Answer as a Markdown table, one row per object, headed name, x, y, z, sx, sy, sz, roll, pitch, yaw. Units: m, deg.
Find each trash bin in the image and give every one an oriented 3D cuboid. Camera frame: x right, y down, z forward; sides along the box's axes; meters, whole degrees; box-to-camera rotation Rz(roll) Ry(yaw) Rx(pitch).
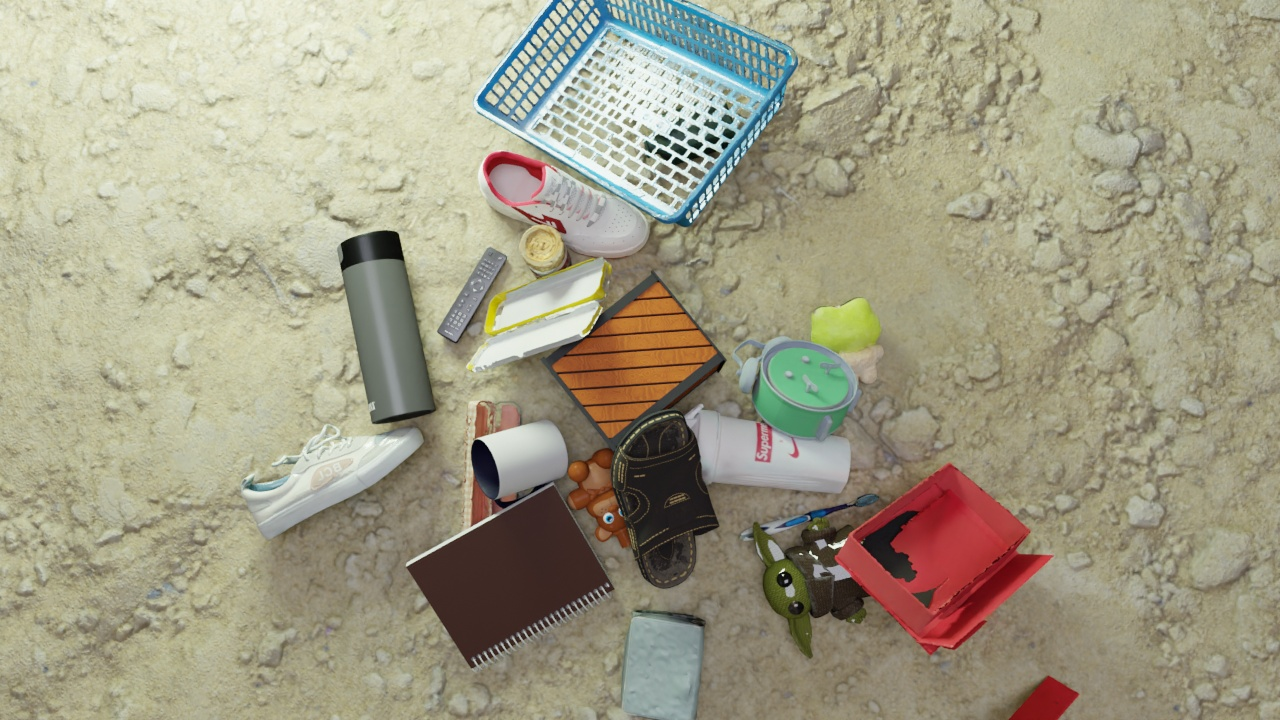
| name | x | y | z | sx | sy | sz | roll | pitch | yaw |
| --- | --- | --- | --- | --- | --- | --- | --- | --- | --- |
| trash bin | -0.007 | 0.007 | 1.152 | 0.172 | 0.140 | 0.139 | -39 | 84 | -3 |

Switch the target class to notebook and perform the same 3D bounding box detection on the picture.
| name | x | y | z | sx | sy | sz | roll | pitch | yaw |
| --- | --- | --- | --- | --- | --- | --- | --- | --- | --- |
| notebook | -0.160 | 0.277 | 1.164 | 0.209 | 0.022 | 0.171 | -29 | 102 | -1 |

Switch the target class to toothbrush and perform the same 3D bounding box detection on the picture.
| name | x | y | z | sx | sy | sz | roll | pitch | yaw |
| --- | --- | --- | --- | --- | --- | --- | --- | --- | --- |
| toothbrush | 0.218 | 0.203 | 1.186 | 0.189 | 0.017 | 0.016 | -16 | 84 | -1 |

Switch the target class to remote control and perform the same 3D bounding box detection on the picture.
| name | x | y | z | sx | sy | sz | roll | pitch | yaw |
| --- | --- | --- | --- | --- | --- | --- | --- | --- | --- |
| remote control | -0.225 | -0.088 | 1.231 | 0.032 | 0.015 | 0.136 | 29 | 83 | 4 |

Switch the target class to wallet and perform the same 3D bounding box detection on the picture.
| name | x | y | z | sx | sy | sz | roll | pitch | yaw |
| --- | --- | --- | --- | --- | --- | --- | --- | --- | --- |
| wallet | 0.029 | 0.385 | 1.157 | 0.100 | 0.054 | 0.131 | 7 | 86 | 11 |

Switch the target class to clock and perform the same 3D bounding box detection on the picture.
| name | x | y | z | sx | sy | sz | roll | pitch | yaw |
| --- | --- | --- | --- | --- | --- | --- | --- | --- | --- |
| clock | 0.190 | 0.023 | 1.157 | 0.161 | 0.076 | 0.121 | 35 | 48 | 22 |

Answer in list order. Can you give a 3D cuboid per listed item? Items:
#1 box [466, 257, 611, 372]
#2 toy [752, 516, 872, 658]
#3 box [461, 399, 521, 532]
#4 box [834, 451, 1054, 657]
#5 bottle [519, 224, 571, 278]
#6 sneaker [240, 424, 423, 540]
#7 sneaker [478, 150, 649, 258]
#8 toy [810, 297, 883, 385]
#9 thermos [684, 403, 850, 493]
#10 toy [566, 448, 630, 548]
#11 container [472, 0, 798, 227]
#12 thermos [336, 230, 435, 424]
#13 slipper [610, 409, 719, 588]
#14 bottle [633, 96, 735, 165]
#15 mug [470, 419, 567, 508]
| name | x | y | z | sx | sy | sz | roll | pitch | yaw |
| --- | --- | --- | --- | --- | --- | --- | --- | --- | --- |
| box | -0.128 | -0.053 | 1.143 | 0.210 | 0.036 | 0.129 | -15 | 45 | 36 |
| toy | 0.228 | 0.269 | 1.149 | 0.153 | 0.078 | 0.179 | -22 | 86 | 0 |
| box | -0.193 | 0.145 | 1.195 | 0.042 | 0.082 | 0.187 | -4 | 84 | 46 |
| box | 0.355 | 0.222 | 1.090 | 0.214 | 0.153 | 0.164 | -27 | 102 | -32 |
| bottle | -0.122 | -0.136 | 1.188 | 0.056 | 0.105 | 0.056 | 0 | 84 | 1 |
| sneaker | -0.399 | 0.134 | 1.173 | 0.242 | 0.089 | 0.091 | -29 | 99 | 2 |
| sneaker | -0.102 | -0.208 | 1.195 | 0.236 | 0.104 | 0.090 | 25 | 85 | 4 |
| toy | 0.272 | -0.021 | 1.195 | 0.092 | 0.046 | 0.115 | -16 | 91 | 1 |
| thermos | 0.149 | 0.117 | 1.165 | 0.220 | 0.099 | 0.099 | 7 | 84 | -2 |
| toy | -0.042 | 0.180 | 1.175 | 0.095 | 0.065 | 0.127 | -25 | 89 | -9 |
| container | -0.006 | -0.330 | 1.162 | 0.362 | 0.089 | 0.257 | 35 | 86 | 27 |
| thermos | -0.332 | -0.043 | 1.196 | 0.082 | 0.082 | 0.240 | -13 | 84 | 0 |
| slipper | 0.033 | 0.179 | 1.102 | 0.112 | 0.075 | 0.268 | -17 | 123 | -17 |
| bottle | 0.056 | -0.300 | 1.222 | 0.131 | 0.061 | 0.061 | -18 | 81 | 0 |
| mug | -0.154 | 0.139 | 1.163 | 0.096 | 0.079 | 0.112 | -15 | 123 | -33 |
